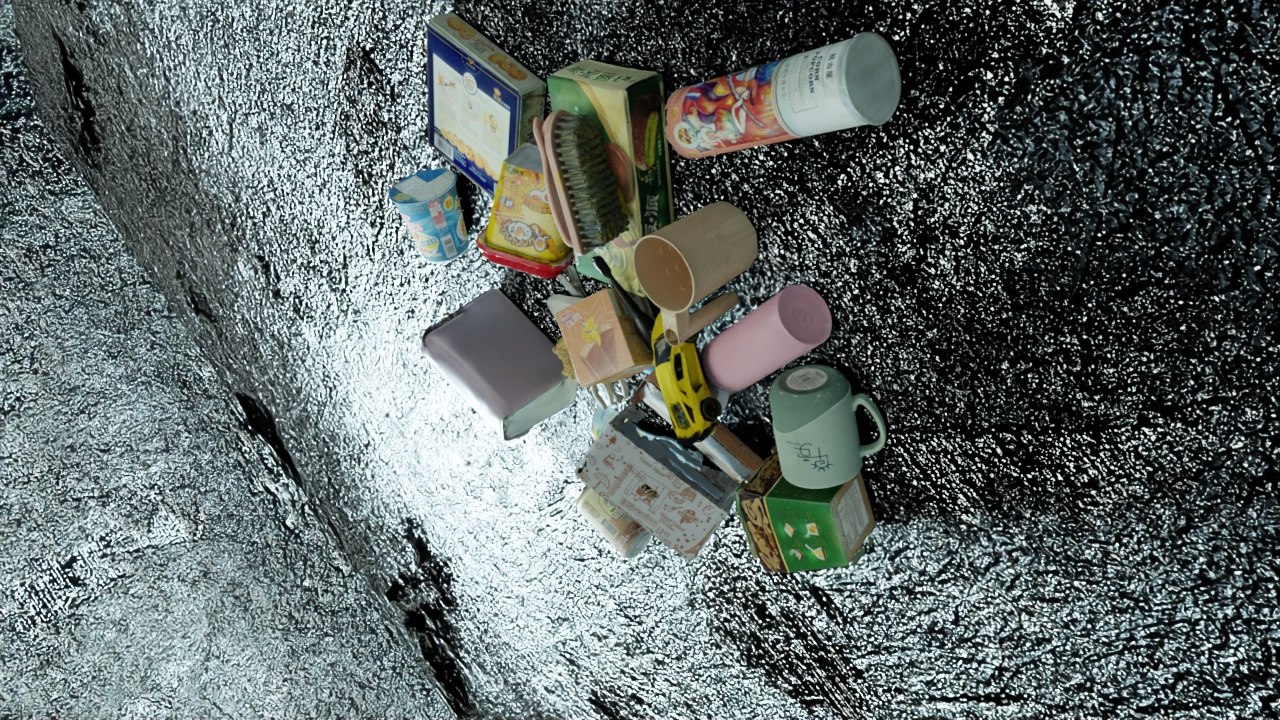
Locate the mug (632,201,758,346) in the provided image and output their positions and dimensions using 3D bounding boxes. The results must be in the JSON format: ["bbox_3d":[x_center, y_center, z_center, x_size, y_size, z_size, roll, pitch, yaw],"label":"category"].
[{"bbox_3d":[0.060,-0.090,0.943,0.084,0.103,0.125,21,132,42],"label":"mug"}]

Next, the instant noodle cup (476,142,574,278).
[{"bbox_3d":[-0.123,-0.181,1.087,0.116,0.115,0.124,17,123,7],"label":"instant noodle cup"}]

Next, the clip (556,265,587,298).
[{"bbox_3d":[-0.086,-0.097,1.203,0.024,0.027,0.056,-2,125,55],"label":"clip"}]

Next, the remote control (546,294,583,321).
[{"bbox_3d":[-0.067,-0.056,1.195,0.135,0.019,0.056,11,141,46],"label":"remote control"}]

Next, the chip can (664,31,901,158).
[{"bbox_3d":[0.115,-0.224,0.798,0.215,0.071,0.071,3,119,51],"label":"chip can"}]

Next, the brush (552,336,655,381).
[{"bbox_3d":[-0.007,0.007,1.144,0.255,0.045,0.083,14,125,33],"label":"brush"}]

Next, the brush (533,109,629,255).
[{"bbox_3d":[-0.068,-0.186,0.948,0.073,0.063,0.146,1,119,38],"label":"brush"}]

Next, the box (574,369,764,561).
[{"bbox_3d":[0.050,0.110,1.092,0.181,0.148,0.158,37,106,3],"label":"box"}]

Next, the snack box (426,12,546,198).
[{"bbox_3d":[-0.197,-0.305,1.145,0.178,0.045,0.183,41,143,22],"label":"snack box"}]

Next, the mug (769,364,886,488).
[{"bbox_3d":[0.191,0.064,0.935,0.112,0.082,0.106,-4,117,20],"label":"mug"}]

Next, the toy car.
[{"bbox_3d":[0.043,0.015,0.997,0.071,0.041,0.156,-23,79,63],"label":"toy car"}]

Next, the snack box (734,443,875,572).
[{"bbox_3d":[0.186,0.161,0.997,0.106,0.118,0.117,-4,114,39],"label":"snack box"}]

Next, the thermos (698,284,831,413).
[{"bbox_3d":[0.115,-0.002,0.967,0.067,0.087,0.199,19,151,-22],"label":"thermos"}]

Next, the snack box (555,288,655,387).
[{"bbox_3d":[-0.032,-0.028,1.077,0.077,0.092,0.094,-23,84,27],"label":"snack box"}]

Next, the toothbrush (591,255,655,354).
[{"bbox_3d":[0.008,-0.034,1.041,0.212,0.026,0.027,53,168,-21],"label":"toothbrush"}]

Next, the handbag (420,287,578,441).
[{"bbox_3d":[-0.203,0.009,1.319,0.197,0.144,0.099,43,141,22],"label":"handbag"}]

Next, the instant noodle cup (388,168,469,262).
[{"bbox_3d":[-0.294,-0.203,1.317,0.099,0.099,0.110,25,142,39],"label":"instant noodle cup"}]

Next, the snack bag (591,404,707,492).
[{"bbox_3d":[0.015,0.131,1.242,0.191,0.038,0.110,26,131,34],"label":"snack bag"}]

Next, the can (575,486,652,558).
[{"bbox_3d":[-0.040,0.238,1.375,0.116,0.058,0.059,41,143,23],"label":"can"}]

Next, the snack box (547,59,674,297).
[{"bbox_3d":[-0.026,-0.196,1.002,0.114,0.063,0.240,25,136,37],"label":"snack box"}]

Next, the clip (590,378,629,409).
[{"bbox_3d":[-0.048,0.012,1.230,0.076,0.034,0.103,-11,100,57],"label":"clip"}]
